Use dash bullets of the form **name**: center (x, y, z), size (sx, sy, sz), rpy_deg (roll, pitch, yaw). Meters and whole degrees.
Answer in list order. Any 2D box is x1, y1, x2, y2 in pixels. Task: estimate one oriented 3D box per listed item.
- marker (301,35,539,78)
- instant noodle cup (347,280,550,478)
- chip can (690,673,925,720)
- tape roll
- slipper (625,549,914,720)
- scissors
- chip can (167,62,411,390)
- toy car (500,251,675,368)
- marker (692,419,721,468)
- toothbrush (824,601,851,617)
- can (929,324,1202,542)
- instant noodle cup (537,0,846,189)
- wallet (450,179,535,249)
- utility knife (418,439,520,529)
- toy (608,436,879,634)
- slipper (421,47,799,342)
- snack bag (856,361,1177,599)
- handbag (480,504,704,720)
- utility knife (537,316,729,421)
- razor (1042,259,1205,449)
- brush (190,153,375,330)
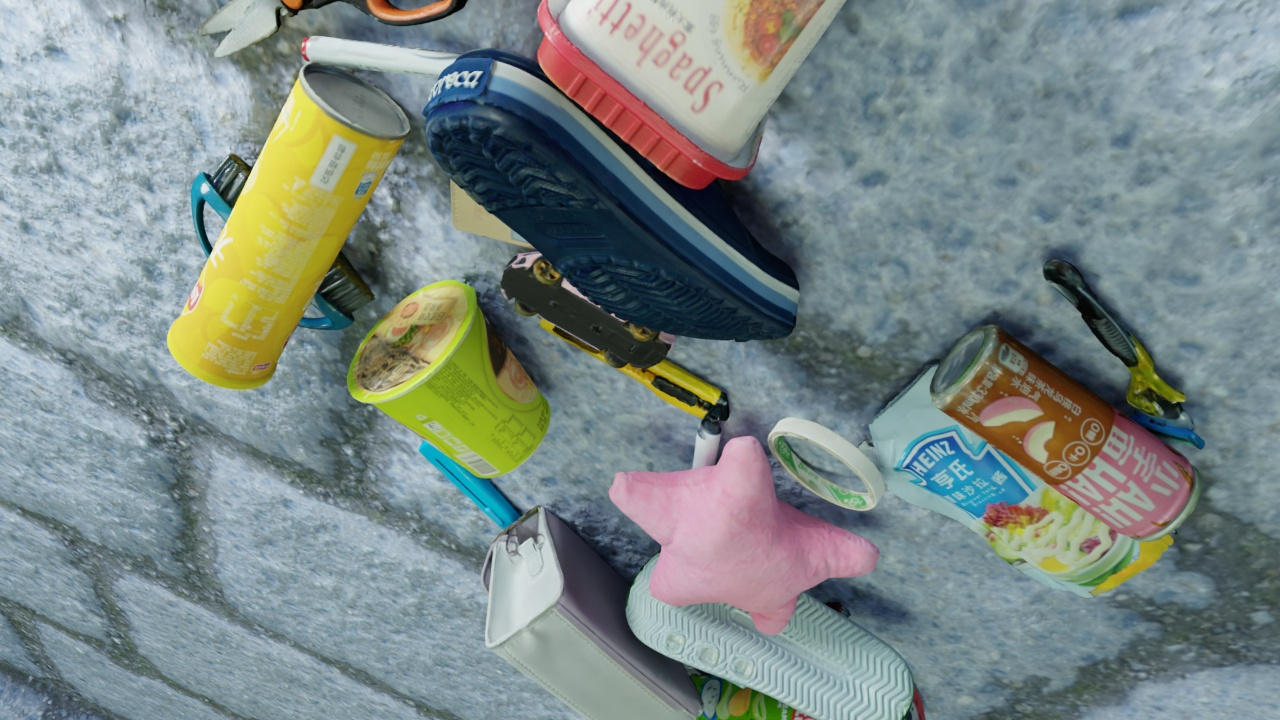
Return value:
- **marker**: center (-0.121, -0.168, 0.518), size (0.145, 0.017, 0.017), rpy_deg (9, 137, 6)
- **instant noodle cup**: center (-0.131, 0.022, 0.677), size (0.112, 0.111, 0.123), rpy_deg (-8, 137, 33)
- **chip can**: center (0.148, 0.344, 0.883), size (0.237, 0.072, 0.072), rpy_deg (-11, 127, 35)
- **tape roll**: center (0.127, 0.072, 0.634), size (0.086, 0.013, 0.086), rpy_deg (34, 159, 14)
- **slipper**: center (0.107, 0.231, 0.771), size (0.245, 0.104, 0.074), rpy_deg (23, 168, 16)
- **scissors**: center (-0.189, -0.228, 0.514), size (0.235, 0.021, 0.153), rpy_deg (14, 130, 23)
- **chip can**: center (-0.226, -0.078, 0.581), size (0.072, 0.072, 0.214), rpy_deg (34, 116, -9)
- **toy car**: center (-0.033, -0.035, 0.608), size (0.122, 0.037, 0.056), rpy_deg (29, 147, -10)
- **marker**: center (0.046, 0.090, 0.715), size (0.023, 0.018, 0.131), rpy_deg (23, 140, 18)
- **toothbrush**: center (0.118, 0.247, 0.843), size (0.017, 0.016, 0.188), rpy_deg (33, 139, -23)
- **can**: center (0.242, 0.041, 0.527), size (0.147, 0.057, 0.058), rpy_deg (34, 138, -2)
- **instant noodle cup**: center (0.035, -0.161, 0.402), size (0.116, 0.116, 0.124), rpy_deg (37, 125, -12)
- **wallet**: center (-0.061, -0.103, 0.568), size (0.115, 0.024, 0.087), rpy_deg (16, 139, 7)
- **utility knife**: center (-0.129, 0.145, 0.862), size (0.034, 0.018, 0.225), rpy_deg (-16, 125, 37)
- **toy**: center (0.059, 0.137, 0.692), size (0.194, 0.074, 0.179), rpy_deg (39, 122, -17)
- **slipper**: center (-0.005, -0.088, 0.496), size (0.105, 0.095, 0.252), rpy_deg (5, 160, 45)
- **snack bag**: center (0.236, 0.084, 0.600), size (0.191, 0.038, 0.111), rpy_deg (32, 144, -2)
- **handbag**: center (-0.048, 0.242, 0.825), size (0.098, 0.144, 0.197), rpy_deg (-37, 116, 11)
- **utility knife**: center (-0.004, 0.004, 0.653), size (0.156, 0.015, 0.033), rpy_deg (28, 136, -2)
- **razor**: center (0.263, -0.007, 0.504), size (0.142, 0.022, 0.043), rpy_deg (45, 171, -20)
- **brush**: center (-0.262, -0.074, 0.655), size (0.144, 0.073, 0.055), rpy_deg (49, 176, -23)
